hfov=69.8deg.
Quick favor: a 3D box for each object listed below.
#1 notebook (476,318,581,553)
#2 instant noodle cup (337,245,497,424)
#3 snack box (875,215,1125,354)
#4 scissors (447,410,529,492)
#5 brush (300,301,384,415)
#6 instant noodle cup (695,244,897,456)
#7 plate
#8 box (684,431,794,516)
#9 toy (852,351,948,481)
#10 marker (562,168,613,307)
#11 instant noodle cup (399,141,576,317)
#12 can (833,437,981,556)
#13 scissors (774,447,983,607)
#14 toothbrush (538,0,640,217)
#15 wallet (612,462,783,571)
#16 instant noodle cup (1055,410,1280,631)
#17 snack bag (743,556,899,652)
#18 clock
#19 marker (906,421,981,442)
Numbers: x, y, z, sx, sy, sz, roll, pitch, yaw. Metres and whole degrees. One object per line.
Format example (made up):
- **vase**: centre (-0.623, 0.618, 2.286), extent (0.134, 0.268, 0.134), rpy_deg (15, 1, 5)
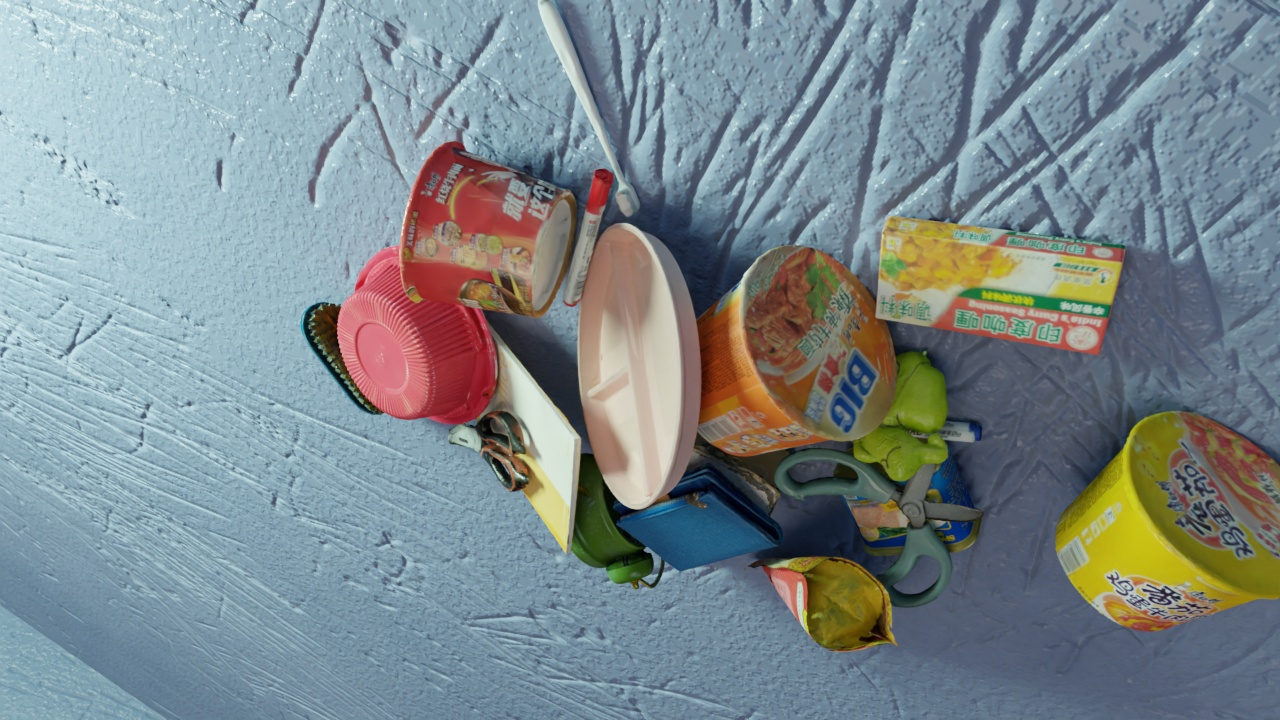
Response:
- **notebook**: centre (-0.113, 0.068, 0.884), extent (0.206, 0.010, 0.146), rpy_deg (46, 141, 41)
- **instant noodle cup**: centre (-0.233, -0.013, 0.906), extent (0.194, 0.065, 0.194), rpy_deg (19, 123, 31)
- **snack box**: centre (0.248, -0.055, 0.648), extent (0.156, 0.026, 0.077), rpy_deg (11, 132, 22)
- **scissors**: centre (-0.162, 0.097, 0.957), extent (0.182, 0.015, 0.210), rpy_deg (59, 148, 25)
- **brush**: centre (-0.321, -0.001, 1.008), extent (0.074, 0.055, 0.144), rpy_deg (-1, 127, 52)
- **instant noodle cup**: centre (0.103, 0.002, 0.704), extent (0.151, 0.151, 0.112), rpy_deg (45, 143, -10)
- **plate**: centre (-0.004, 0.004, 0.744), extent (0.028, 0.229, 0.230), rpy_deg (-3, 138, -21)
- **box**: centre (0.047, 0.089, 0.862), extent (0.184, 0.063, 0.090), rpy_deg (29, 135, 10)
- **toy**: centre (0.203, 0.040, 0.712), extent (0.097, 0.100, 0.031), rpy_deg (31, 176, 35)
- **marker**: centre (-0.046, -0.099, 0.770), extent (0.017, 0.017, 0.146), rpy_deg (28, 138, 7)
- **instant noodle cup**: centre (-0.120, -0.102, 0.757), extent (0.108, 0.137, 0.138), rpy_deg (15, 133, 8)
- **can**: centre (0.226, 0.116, 0.782), extent (0.102, 0.057, 0.083), rpy_deg (-12, 117, 37)
- **scissors**: centre (0.193, 0.139, 0.768), extent (0.175, 0.019, 0.170), rpy_deg (10, 125, 25)
- **toothbrush**: centre (-0.040, -0.193, 0.710), extent (0.016, 0.016, 0.180), rpy_deg (-6, 122, 32)
- **wallet**: centre (0.049, 0.146, 0.837), extent (0.106, 0.040, 0.133), rpy_deg (41, 137, -20)
- **instant noodle cup**: centre (0.376, 0.123, 0.653), extent (0.138, 0.137, 0.110), rpy_deg (28, 143, 7)
- **snack bag**: centre (0.165, 0.223, 0.849), extent (0.128, 0.073, 0.208), rpy_deg (33, 170, 6)
- **clock**: centre (-0.022, 0.158, 0.922), extent (0.056, 0.115, 0.161), rpy_deg (-22, 110, 29)
- **marker**: centre (0.209, 0.055, 0.769), extent (0.146, 0.016, 0.017), rpy_deg (3, 127, 28)
